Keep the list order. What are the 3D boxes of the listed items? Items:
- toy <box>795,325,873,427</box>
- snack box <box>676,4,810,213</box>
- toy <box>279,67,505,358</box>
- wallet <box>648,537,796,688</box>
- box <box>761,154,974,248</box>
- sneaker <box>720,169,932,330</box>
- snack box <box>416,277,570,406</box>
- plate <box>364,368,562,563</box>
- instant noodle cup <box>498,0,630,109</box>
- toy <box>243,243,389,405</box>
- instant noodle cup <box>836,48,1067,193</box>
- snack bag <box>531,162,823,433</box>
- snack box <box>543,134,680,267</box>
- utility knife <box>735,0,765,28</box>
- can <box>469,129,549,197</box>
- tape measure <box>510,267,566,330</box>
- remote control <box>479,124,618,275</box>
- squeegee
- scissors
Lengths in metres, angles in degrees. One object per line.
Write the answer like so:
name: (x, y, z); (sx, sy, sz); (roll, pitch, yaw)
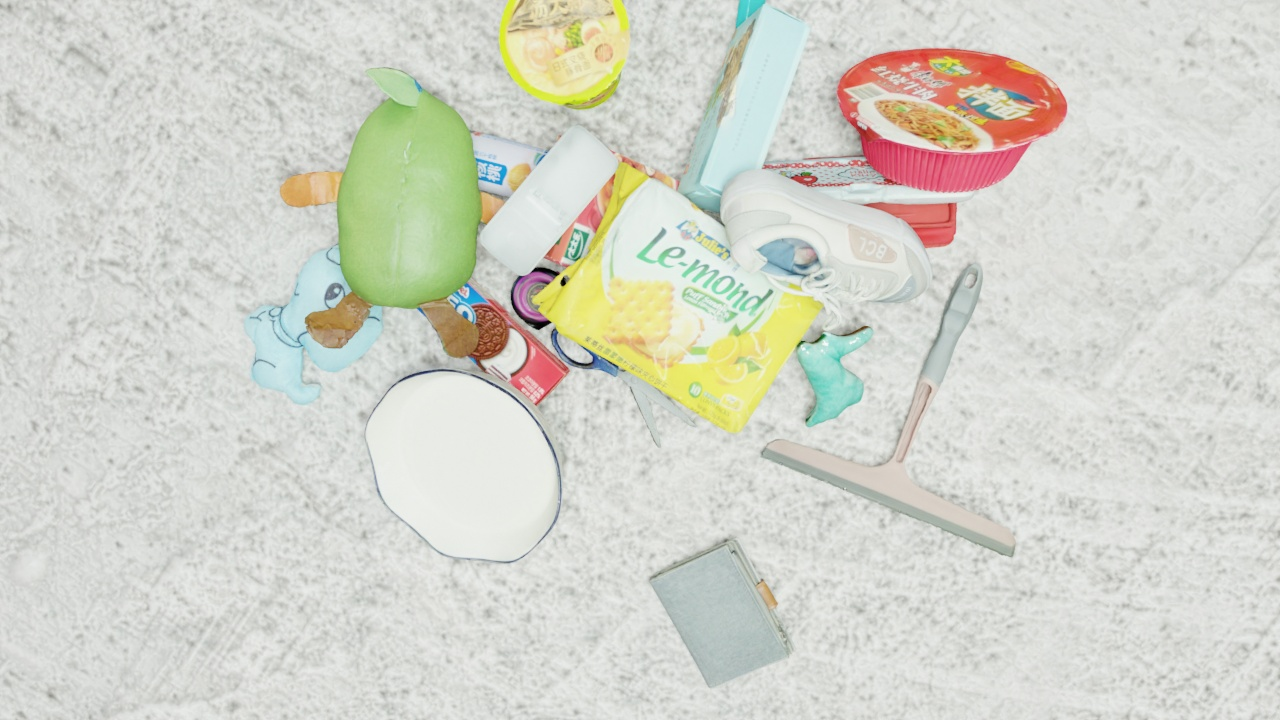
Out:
toy: (0.183, 0.010, 0.863); (0.096, 0.030, 0.092); (-30, 116, 4)
snack box: (0.091, -0.224, 0.829); (0.051, 0.074, 0.175); (21, 88, -15)
toy: (-0.205, -0.126, 0.814); (0.227, 0.090, 0.246); (7, 88, -11)
wallet: (0.085, 0.252, 0.921); (0.107, 0.037, 0.129); (-28, 93, 16)
box: (0.197, -0.147, 0.843); (0.201, 0.098, 0.095); (-1, 95, 3)
sneaker: (0.173, -0.082, 0.804); (0.242, 0.090, 0.090); (17, 57, -32)
snack box: (-0.162, -0.040, 0.893); (0.207, 0.058, 0.057); (44, 93, -2)
plate: (-0.164, 0.098, 0.883); (0.205, 0.045, 0.205); (6, 113, 16)
instant noodle cup: (-0.060, -0.278, 0.830); (0.112, 0.123, 0.112); (0, 95, 4)
toy: (-0.317, -0.034, 0.905); (0.156, 0.049, 0.161); (-1, 101, 5)
instant noodle cup: (0.267, -0.208, 0.812); (0.194, 0.193, 0.066); (0, 132, 3)
snack bag: (0.039, -0.049, 0.841); (0.246, 0.068, 0.158); (32, 93, -24)
snack box: (-0.033, -0.133, 0.852); (0.127, 0.044, 0.113); (16, 98, -34)
utility knife: (0.106, -0.330, 0.871); (0.029, 0.013, 0.187); (7, 97, -1)
can: (-0.129, -0.184, 0.877); (0.134, 0.053, 0.053); (15, 96, 1)
tape measure: (-0.097, -0.063, 0.896); (0.057, 0.039, 0.058); (-30, 98, 5)
remote control: (-0.080, -0.139, 0.798); (0.056, 0.020, 0.136); (40, 90, -14)
squeegee: (0.279, 0.025, 0.887); (0.248, 0.040, 0.249); (22, 91, 18)
scissors: (-0.019, 0.008, 0.904); (0.163, 0.012, 0.162); (6, 111, 13)
